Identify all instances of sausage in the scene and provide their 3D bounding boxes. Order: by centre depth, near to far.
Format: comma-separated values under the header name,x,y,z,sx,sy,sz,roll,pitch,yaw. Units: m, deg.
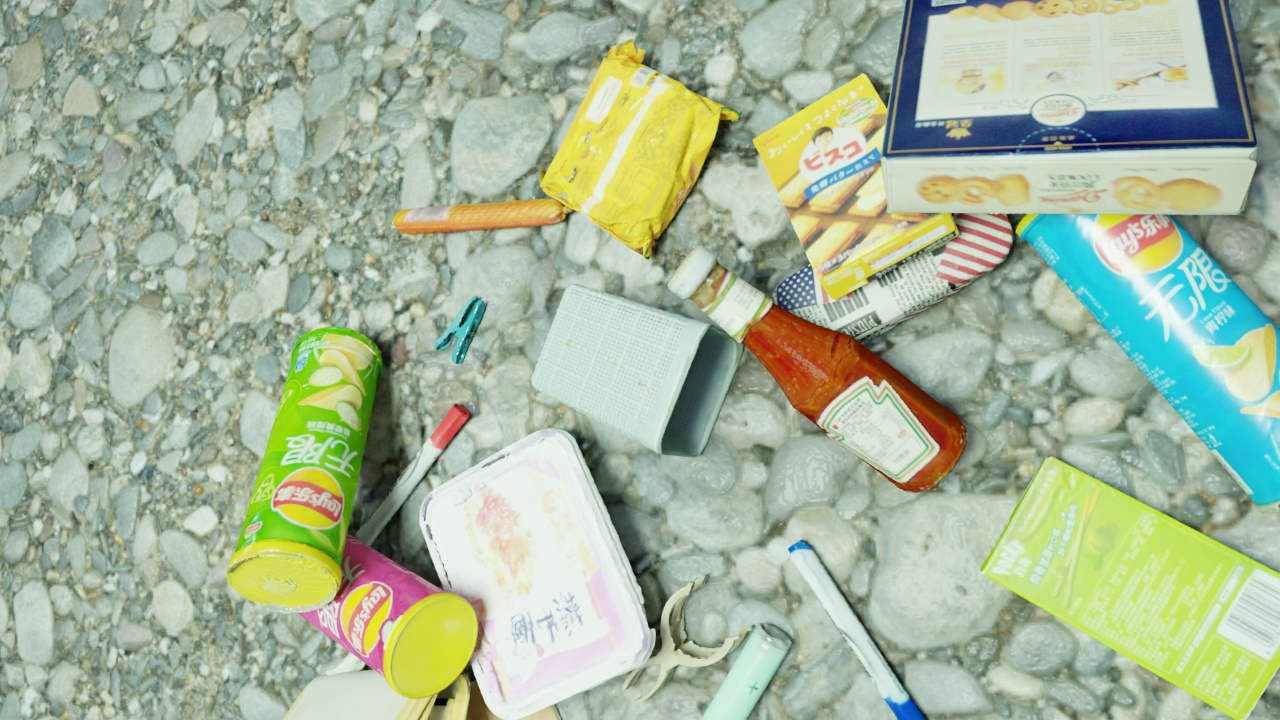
name,x,y,z,sx,sy,sz,roll,pitch,yaw
sausage,-0.129,-0.114,0.728,0.165,0.021,0.021,0,84,20

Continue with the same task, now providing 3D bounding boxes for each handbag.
name,x,y,z,sx,sy,sz,roll,pitch,yaw
handbag,-0.198,0.256,0.674,0.164,0.063,0.178,-18,49,34

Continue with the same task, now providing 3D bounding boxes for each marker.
name,x,y,z,sx,sy,sz,roll,pitch,yaw
marker,0.142,0.182,0.598,0.017,0.017,0.145,-37,73,13
marker,-0.184,0.095,0.730,0.017,0.017,0.145,41,99,19

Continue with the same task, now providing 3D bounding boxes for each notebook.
name,x,y,z,sx,sy,sz,roll,pitch,yaw
notebook,-0.136,0.332,0.690,0.212,0.012,0.149,-31,74,15

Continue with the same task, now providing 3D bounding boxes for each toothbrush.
name,x,y,z,sx,sy,sz,roll,pitch,yaw
toothbrush,0.037,0.278,0.623,0.224,0.027,0.026,-60,34,5

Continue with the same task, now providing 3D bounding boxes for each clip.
name,x,y,z,sx,sy,sz,roll,pitch,yaw
clip,0.037,0.201,0.627,0.094,0.035,0.102,20,96,22
clip,-0.141,-0.026,0.728,0.049,0.015,0.057,32,97,23

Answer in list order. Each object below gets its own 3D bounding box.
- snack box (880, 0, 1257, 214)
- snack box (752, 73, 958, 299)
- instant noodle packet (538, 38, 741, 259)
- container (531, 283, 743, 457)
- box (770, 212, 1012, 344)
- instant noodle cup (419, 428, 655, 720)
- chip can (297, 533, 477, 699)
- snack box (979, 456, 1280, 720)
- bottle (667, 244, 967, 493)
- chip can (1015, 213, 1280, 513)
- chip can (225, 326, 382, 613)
name,x,y,z,sx,sy,sz,roll,pitch,yaw
snack box,0.242,-0.161,0.536,0.178,0.046,0.182,3,53,20
snack box,0.136,-0.115,0.598,0.087,0.033,0.140,-28,50,16
instant noodle packet,-0.003,-0.156,0.674,0.111,0.044,0.128,35,100,14
container,-0.004,0.004,0.636,0.111,0.090,0.090,23,92,24
box,0.164,-0.055,0.607,0.164,0.060,0.071,-27,54,15
instant noodle cup,-0.067,0.149,0.656,0.138,0.060,0.173,-29,75,16
chip can,-0.211,0.169,0.669,0.211,0.071,0.071,14,89,41
snack box,0.294,0.131,0.542,0.156,0.026,0.086,29,95,20
bottle,0.107,0.003,0.571,0.206,0.059,0.060,37,98,-3
chip can,0.314,-0.019,0.527,0.071,0.071,0.210,-38,73,13
chip can,-0.238,0.068,0.670,0.073,0.072,0.220,-22,42,17
